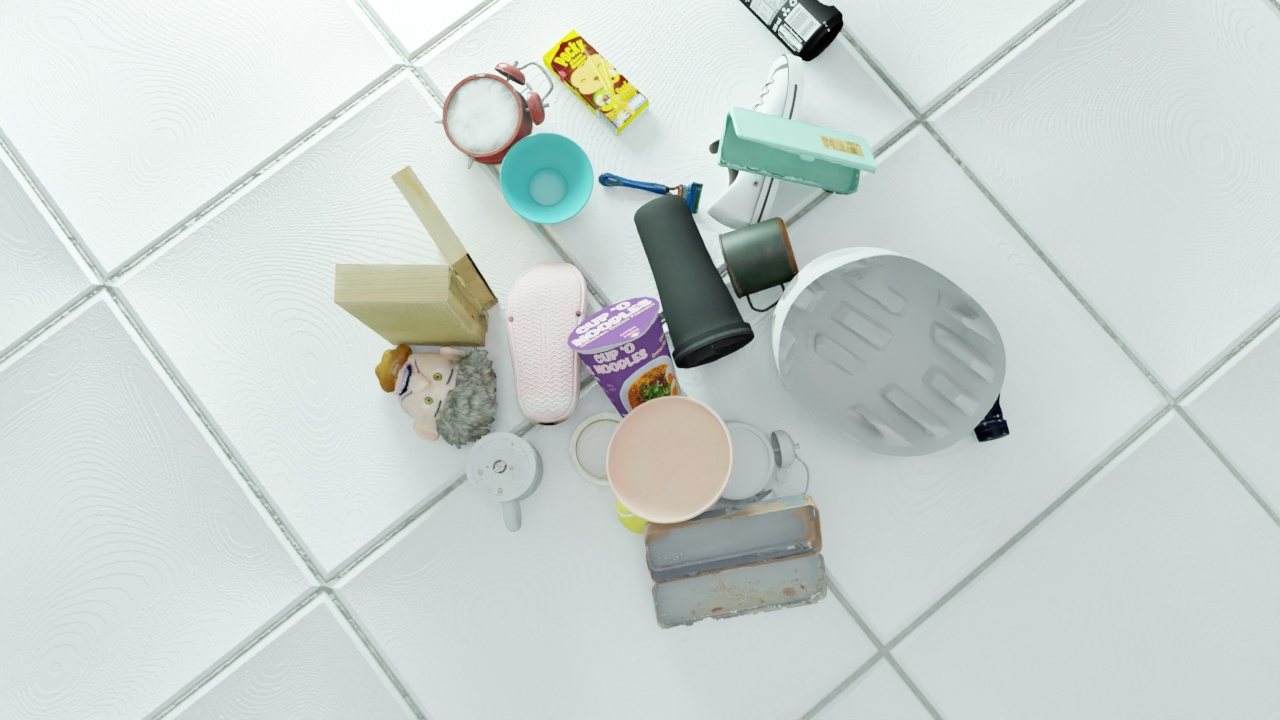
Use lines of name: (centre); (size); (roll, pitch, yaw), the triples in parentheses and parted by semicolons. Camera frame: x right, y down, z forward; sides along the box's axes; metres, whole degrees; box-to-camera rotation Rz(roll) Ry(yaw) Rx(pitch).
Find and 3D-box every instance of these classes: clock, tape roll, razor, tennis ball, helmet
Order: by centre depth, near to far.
helmet: (0.297, -0.014, 1.107); (0.282, 0.183, 0.225); (31, 111, 6)
tennis ball: (0.003, 0.183, 1.142); (0.065, 0.065, 0.065); (0, 81, 0)
clock: (0.135, 0.135, 1.157); (0.159, 0.061, 0.120); (23, 83, -2)
tape roll: (-0.044, 0.114, 1.176); (0.094, 0.019, 0.094); (0, 82, 0)
clock: (-0.185, -0.331, 1.218); (0.157, 0.062, 0.110); (-37, 83, 8)
razor: (0.013, -0.232, 1.228); (0.141, 0.018, 0.044); (13, 118, 4)

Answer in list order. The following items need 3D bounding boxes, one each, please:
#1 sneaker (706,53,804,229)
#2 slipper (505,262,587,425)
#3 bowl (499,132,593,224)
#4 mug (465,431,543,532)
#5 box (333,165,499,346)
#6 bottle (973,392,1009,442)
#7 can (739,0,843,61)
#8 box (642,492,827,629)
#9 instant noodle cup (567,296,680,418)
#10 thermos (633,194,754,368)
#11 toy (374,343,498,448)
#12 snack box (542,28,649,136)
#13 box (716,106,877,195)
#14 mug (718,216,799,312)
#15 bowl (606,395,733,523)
sneaker: (0.142, -0.288, 1.200); (0.097, 0.091, 0.245); (17, 87, -4)
slipper: (-0.120, -0.024, 1.178); (0.107, 0.056, 0.221); (-1, 72, 1)
bowl: (-0.123, -0.235, 1.212); (0.121, 0.046, 0.121); (0, 85, -4)
mug: (-0.163, 0.151, 1.131); (0.083, 0.096, 0.119); (-8, 81, -2)
box: (-0.247, -0.098, 1.092); (0.142, 0.248, 0.184); (22, 82, 2)
bottle: (0.427, 0.024, 1.172); (0.056, 0.056, 0.160); (-16, 82, -3)
can: (0.198, -0.479, 1.235); (0.080, 0.080, 0.146); (-42, 84, -6)
box: (0.117, 0.250, 1.124); (0.216, 0.043, 0.151); (-11, 105, -2)
instant noodle cup: (-0.007, 0.007, 1.129); (0.121, 0.137, 0.122); (-31, 114, -14)
thermos: (0.061, -0.099, 1.172); (0.106, 0.106, 0.218); (-20, 77, -3)
toy: (-0.260, 0.033, 1.163); (0.176, 0.076, 0.132); (20, 81, 11)
snack box: (-0.061, -0.378, 1.247); (0.061, 0.026, 0.149); (-45, 84, -7)
box: (0.196, -0.263, 1.118); (0.188, 0.080, 0.077); (11, 86, -13)
mug: (0.153, -0.117, 1.146); (0.081, 0.084, 0.111); (-17, 103, 12)
bowl: (0.042, 0.122, 1.091); (0.153, 0.076, 0.153); (-4, 74, 15)
